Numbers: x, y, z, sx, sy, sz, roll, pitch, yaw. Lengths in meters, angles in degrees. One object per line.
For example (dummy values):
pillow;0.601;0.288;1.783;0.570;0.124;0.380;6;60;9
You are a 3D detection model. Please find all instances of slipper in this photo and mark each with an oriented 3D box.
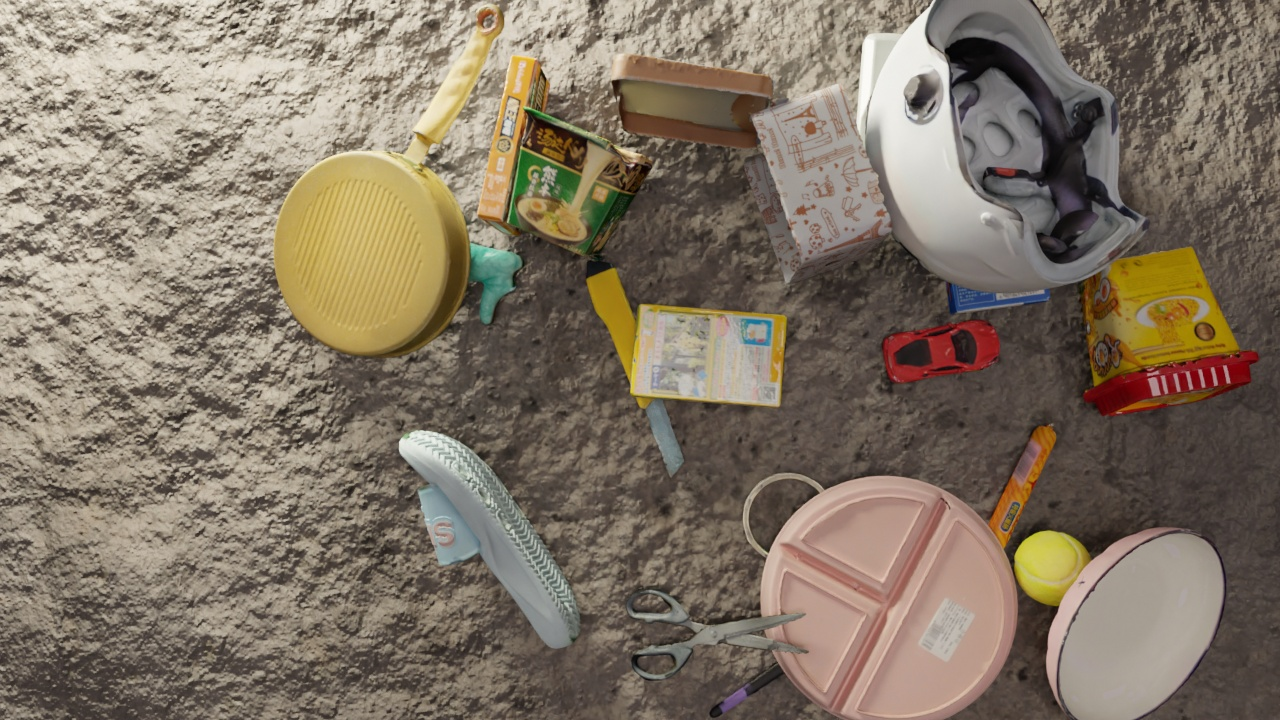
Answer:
slipper;-0.144;0.168;0.848;0.074;0.104;0.245;-36;92;5

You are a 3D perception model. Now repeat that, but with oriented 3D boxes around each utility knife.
utility knife;-0.005;0.005;0.880;0.033;0.015;0.223;-21;86;3

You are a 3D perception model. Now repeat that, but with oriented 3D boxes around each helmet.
helmet;0.275;-0.168;0.757;0.228;0.146;0.258;-10;77;-35

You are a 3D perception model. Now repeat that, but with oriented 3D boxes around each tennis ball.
tennis ball;0.368;0.185;0.817;0.065;0.065;0.065;0;88;5

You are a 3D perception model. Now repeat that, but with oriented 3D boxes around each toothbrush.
toothbrush;0.142;0.282;0.860;0.189;0.016;0.014;-36;75;4

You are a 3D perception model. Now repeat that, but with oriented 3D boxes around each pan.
pan;-0.219;-0.172;0.868;0.198;0.078;0.358;28;103;12

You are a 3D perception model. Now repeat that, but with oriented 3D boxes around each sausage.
sausage;0.342;0.131;0.843;0.021;0.021;0.165;25;91;5

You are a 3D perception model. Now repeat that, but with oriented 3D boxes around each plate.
plate;0.224;0.220;0.829;0.229;0.028;0.229;0;87;7
plate;0.421;0.226;0.793;0.192;0.039;0.192;-7;110;-21

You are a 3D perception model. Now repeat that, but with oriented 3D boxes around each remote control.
remote control;0.230;-0.245;0.864;0.049;0.024;0.125;4;89;5

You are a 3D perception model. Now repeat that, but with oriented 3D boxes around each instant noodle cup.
instant noodle cup;0.447;-0.025;0.800;0.116;0.116;0.123;-9;76;4

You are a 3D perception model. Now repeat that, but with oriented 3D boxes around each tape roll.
tape roll;0.139;0.148;0.864;0.086;0.014;0.086;0;88;5

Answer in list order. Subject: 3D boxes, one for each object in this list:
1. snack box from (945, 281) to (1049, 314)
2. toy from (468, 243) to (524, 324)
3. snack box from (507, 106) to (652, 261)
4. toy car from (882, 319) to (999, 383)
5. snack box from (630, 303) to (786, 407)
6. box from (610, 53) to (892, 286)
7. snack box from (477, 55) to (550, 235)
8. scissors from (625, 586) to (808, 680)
snack box;0.321;-0.126;0.850;0.084;0.026;0.157;-8;88;5
toy;-0.159;-0.086;0.890;0.092;0.030;0.096;11;92;9
snack box;-0.064;-0.160;0.849;0.117;0.118;0.106;24;100;5
toy car;0.279;-0.009;0.849;0.106;0.031;0.049;-9;88;3
snack box;0.063;-0.004;0.858;0.140;0.034;0.087;4;86;-3
box;0.101;-0.180;0.796;0.269;0.179;0.136;40;92;4
snack box;-0.118;-0.200;0.866;0.026;0.075;0.153;11;89;6
scissors;0.063;0.256;0.848;0.164;0.014;0.164;38;101;16
